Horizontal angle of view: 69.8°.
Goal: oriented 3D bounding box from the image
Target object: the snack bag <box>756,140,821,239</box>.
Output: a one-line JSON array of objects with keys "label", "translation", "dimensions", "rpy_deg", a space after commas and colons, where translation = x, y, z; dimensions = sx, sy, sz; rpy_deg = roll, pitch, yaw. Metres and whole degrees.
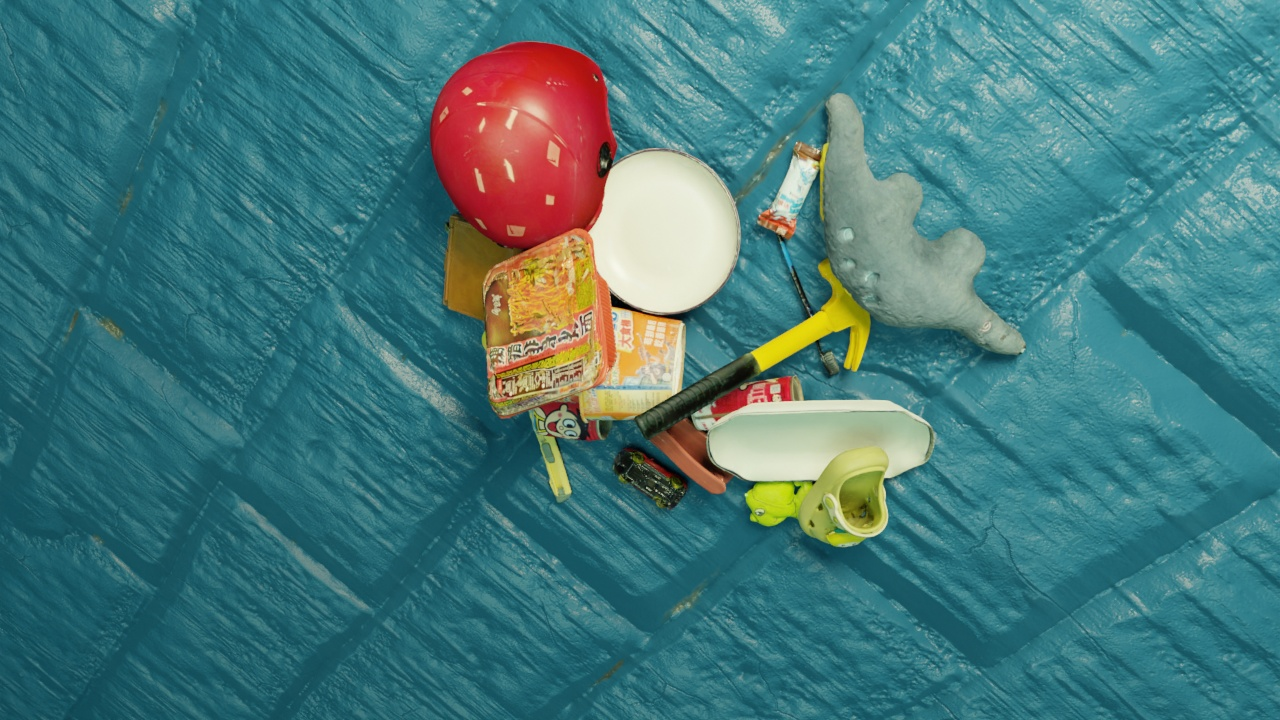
[{"label": "snack bag", "translation": [0.171, -0.190, 1.025], "dimensions": [0.048, 0.026, 0.104], "rpy_deg": [23, 121, -7]}]

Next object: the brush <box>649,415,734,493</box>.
[{"label": "brush", "translation": [0.058, 0.110, 1.181], "dimensions": [0.146, 0.069, 0.063], "rpy_deg": [40, 119, -3]}]

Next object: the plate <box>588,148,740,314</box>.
[{"label": "plate", "translation": [0.028, -0.151, 1.073], "dimensions": [0.193, 0.039, 0.192], "rpy_deg": [7, 108, 21]}]

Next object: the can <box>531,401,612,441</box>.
[{"label": "can", "translation": [-0.089, 0.071, 1.213], "dimensions": [0.094, 0.066, 0.067], "rpy_deg": [5, 116, 16]}]

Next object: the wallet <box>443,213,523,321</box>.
[{"label": "wallet", "translation": [-0.211, -0.116, 1.182], "dimensions": [0.119, 0.035, 0.131], "rpy_deg": [21, 121, 14]}]

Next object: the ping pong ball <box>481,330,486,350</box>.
[{"label": "ping pong ball", "translation": [-0.190, -0.027, 1.215], "dimensions": [0.040, 0.040, 0.040], "rpy_deg": [7, 116, 15]}]

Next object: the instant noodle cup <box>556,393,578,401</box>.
[{"label": "instant noodle cup", "translation": [-0.115, -0.006, 1.152], "dimensions": [0.110, 0.137, 0.138], "rpy_deg": [6, 116, 7]}]

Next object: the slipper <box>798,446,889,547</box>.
[{"label": "slipper", "translation": [0.251, 0.178, 1.106], "dimensions": [0.091, 0.081, 0.191], "rpy_deg": [-7, 142, -12]}]

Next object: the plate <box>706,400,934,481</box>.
[{"label": "plate", "translation": [0.213, 0.092, 1.101], "dimensions": [0.266, 0.034, 0.162], "rpy_deg": [-3, 143, 11]}]

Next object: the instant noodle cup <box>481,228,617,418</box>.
[{"label": "instant noodle cup", "translation": [-0.097, -0.037, 1.027], "dimensions": [0.165, 0.079, 0.188], "rpy_deg": [-18, 70, 31]}]

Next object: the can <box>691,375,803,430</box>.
[{"label": "can", "translation": [0.132, 0.055, 1.139], "dimensions": [0.133, 0.053, 0.053], "rpy_deg": [-10, 111, 22]}]

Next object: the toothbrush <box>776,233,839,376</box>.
[{"label": "toothbrush", "translation": [0.198, -0.065, 1.083], "dimensions": [0.016, 0.014, 0.189], "rpy_deg": [-17, 107, 23]}]

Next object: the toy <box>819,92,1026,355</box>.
[{"label": "toy", "translation": [0.282, -0.115, 0.996], "dimensions": [0.138, 0.091, 0.356], "rpy_deg": [-42, 99, 2]}]

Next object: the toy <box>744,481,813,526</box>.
[{"label": "toy", "translation": [0.187, 0.181, 1.195], "dimensions": [0.100, 0.031, 0.097], "rpy_deg": [18, 119, 4]}]

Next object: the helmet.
[{"label": "helmet", "translation": [-0.140, -0.226, 1.016], "dimensions": [0.207, 0.143, 0.240], "rpy_deg": [-1, 108, 18]}]

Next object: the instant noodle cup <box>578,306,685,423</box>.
[{"label": "instant noodle cup", "translation": [-0.007, 0.007, 1.116], "dimensions": [0.111, 0.151, 0.151], "rpy_deg": [6, 116, 7]}]

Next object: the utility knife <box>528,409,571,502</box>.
[{"label": "utility knife", "translation": [-0.131, 0.117, 1.283], "dimensions": [0.031, 0.020, 0.190], "rpy_deg": [-10, 107, 16]}]

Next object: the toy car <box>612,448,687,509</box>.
[{"label": "toy car", "translation": [0.012, 0.157, 1.241], "dimensions": [0.106, 0.031, 0.049], "rpy_deg": [32, 119, 0]}]

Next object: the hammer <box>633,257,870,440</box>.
[{"label": "hammer", "translation": [0.130, 0.005, 1.050], "dimensions": [0.300, 0.033, 0.129], "rpy_deg": [-29, 103, -3]}]
